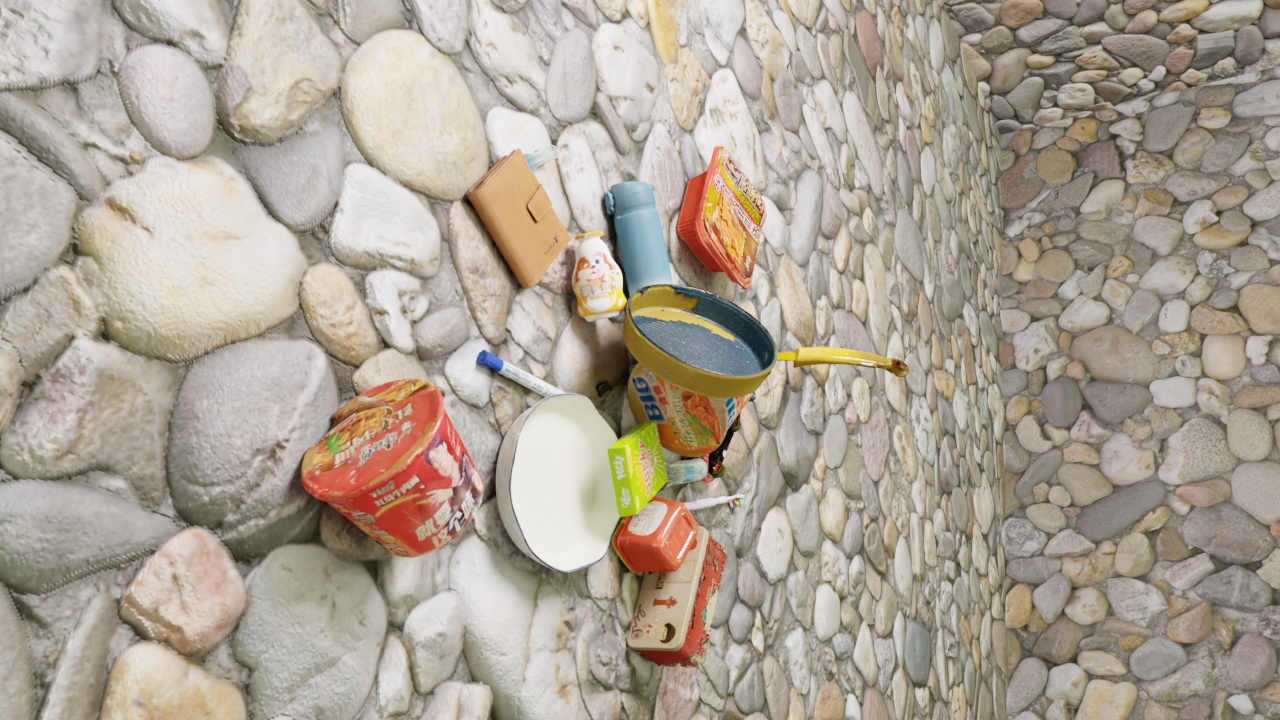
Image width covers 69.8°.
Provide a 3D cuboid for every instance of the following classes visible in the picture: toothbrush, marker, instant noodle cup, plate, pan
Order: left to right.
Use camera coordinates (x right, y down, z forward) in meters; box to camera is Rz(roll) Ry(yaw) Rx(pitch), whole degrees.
[{"bbox_3d":[-0.210,0.101,0.816,0.109,0.138,0.137,62,38,-36],"label":"instant noodle cup"},{"bbox_3d":[-0.131,0.021,1.047,0.145,0.017,0.016,32,57,-49],"label":"marker"},{"bbox_3d":[-0.092,0.140,1.054,0.204,0.046,0.204,17,70,-55],"label":"plate"},{"bbox_3d":[-0.007,0.007,1.239,0.185,0.012,0.017,-37,102,-53],"label":"toothbrush"},{"bbox_3d":[0.075,0.036,1.219,0.111,0.152,0.151,-39,115,-45],"label":"instant noodle cup"},{"bbox_3d":[0.098,0.212,1.346,0.188,0.029,0.021,5,39,-54],"label":"toothbrush"},{"bbox_3d":[0.123,-0.214,1.420,0.164,0.079,0.188,46,47,-41],"label":"instant noodle cup"},{"bbox_3d":[0.153,-0.016,1.139,0.197,0.357,0.078,-79,-171,-58],"label":"pan"}]

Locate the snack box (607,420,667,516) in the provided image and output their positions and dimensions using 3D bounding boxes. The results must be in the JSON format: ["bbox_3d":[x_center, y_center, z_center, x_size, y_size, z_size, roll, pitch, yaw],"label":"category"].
[{"bbox_3d":[-0.002,0.131,1.140,0.156,0.026,0.086,-26,106,-73],"label":"snack box"}]

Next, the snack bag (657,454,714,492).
[{"bbox_3d":[0.059,0.155,1.271,0.105,0.026,0.045,-4,94,-33],"label":"snack bag"}]

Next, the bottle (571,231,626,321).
[{"bbox_3d":[-0.055,-0.105,1.146,0.063,0.063,0.108,-15,95,-56],"label":"bottle"}]

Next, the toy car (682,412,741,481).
[{"bbox_3d":[0.109,0.110,1.360,0.071,0.041,0.155,55,47,-34],"label":"toy car"}]

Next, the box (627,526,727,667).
[{"bbox_3d":[0.056,0.310,1.195,0.078,0.091,0.168,45,48,-37],"label":"box"}]

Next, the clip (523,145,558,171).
[{"bbox_3d":[-0.127,-0.245,1.115,0.056,0.028,0.024,-39,113,-42],"label":"clip"}]

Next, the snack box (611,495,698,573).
[{"bbox_3d":[0.020,0.219,1.163,0.091,0.080,0.082,-56,128,-34],"label":"snack box"}]

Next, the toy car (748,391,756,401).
[{"bbox_3d":[0.149,0.010,1.439,0.053,0.045,0.120,31,45,-52],"label":"toy car"}]

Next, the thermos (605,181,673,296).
[{"bbox_3d":[0.005,-0.133,1.244,0.070,0.070,0.220,-20,99,-56],"label":"thermos"}]

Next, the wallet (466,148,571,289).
[{"bbox_3d":[-0.138,-0.165,1.067,0.132,0.031,0.107,62,40,-29],"label":"wallet"}]
